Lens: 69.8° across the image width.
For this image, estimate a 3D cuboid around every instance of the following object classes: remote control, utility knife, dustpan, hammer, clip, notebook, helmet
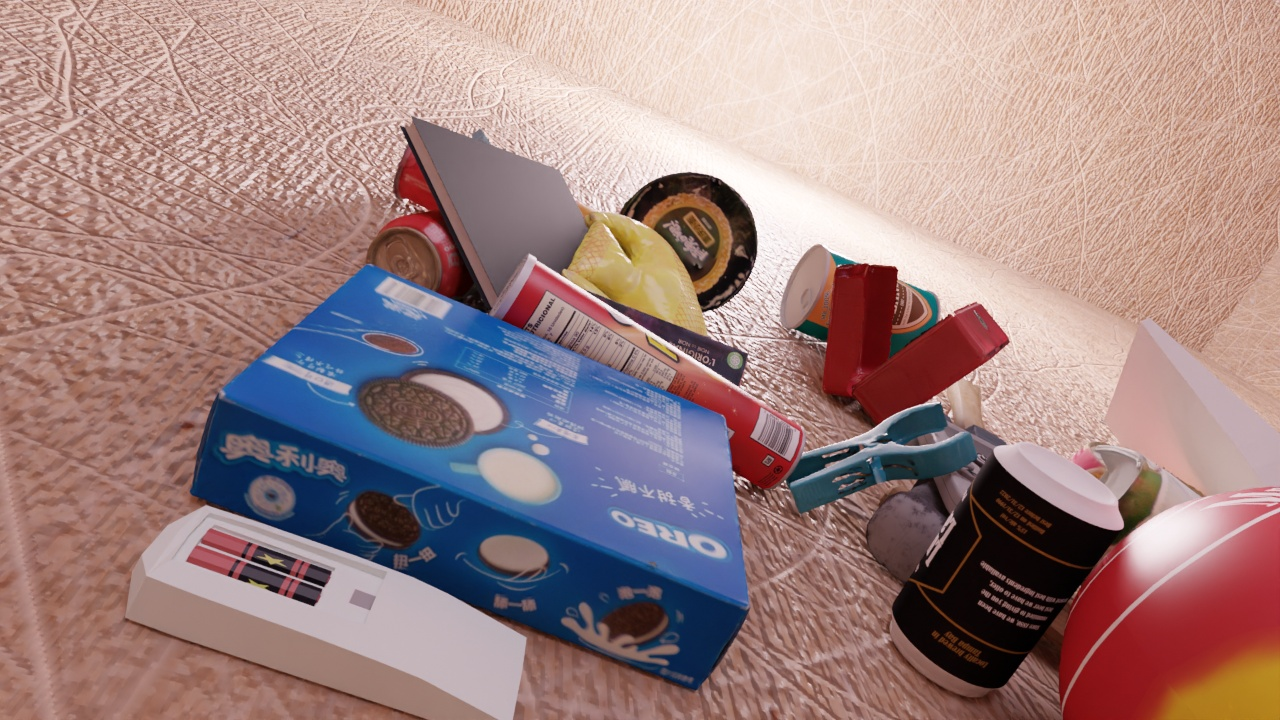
[{"bbox_3d":[-0.110,0.093,0.338,0.143,0.024,0.049,22,20,-9],"label":"remote control"},{"bbox_3d":[-0.092,-0.113,0.778,0.031,0.015,0.225,-11,65,-46],"label":"utility knife"},{"bbox_3d":[0.528,0.105,0.821,0.191,0.053,0.257,64,5,-55],"label":"dustpan"},{"bbox_3d":[0.321,0.064,0.896,0.117,0.051,0.322,31,18,10],"label":"hammer"},{"bbox_3d":[0.162,0.069,0.595,0.130,0.031,0.121,-26,22,-14],"label":"clip"},{"bbox_3d":[0.284,0.184,0.556,0.328,0.052,0.097,39,24,25],"label":"hammer"},{"bbox_3d":[-0.084,-0.098,0.697,0.149,0.016,0.206,63,21,11],"label":"notebook"},{"bbox_3d":[0.309,0.165,0.401,0.270,0.198,0.224,16,26,-37],"label":"helmet"},{"bbox_3d":[0.231,0.081,0.620,0.074,0.019,0.150,27,21,-4],"label":"remote control"}]

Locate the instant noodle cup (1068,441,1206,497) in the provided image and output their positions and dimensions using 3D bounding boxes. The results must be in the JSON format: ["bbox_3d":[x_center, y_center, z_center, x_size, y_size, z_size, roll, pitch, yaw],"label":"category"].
[{"bbox_3d":[0.429,0.138,0.789,0.178,0.078,0.178,23,20,-9],"label":"instant noodle cup"}]

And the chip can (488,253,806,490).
[{"bbox_3d":[0.007,0.011,0.588,0.214,0.052,0.051,32,18,-14],"label":"chip can"}]

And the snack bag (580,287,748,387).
[{"bbox_3d":[-0.004,0.003,0.629,0.155,0.074,0.018,20,-15,-12],"label":"snack bag"}]

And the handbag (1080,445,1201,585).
[{"bbox_3d":[0.361,0.152,0.589,0.198,0.096,0.142,43,7,11],"label":"handbag"}]

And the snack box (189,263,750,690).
[{"bbox_3d":[-0.065,0.044,0.467,0.239,0.056,0.195,24,20,-7],"label":"snack box"}]

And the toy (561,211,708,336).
[{"bbox_3d":[0.005,-0.043,0.718,0.155,0.065,0.170,44,31,-21],"label":"toy"}]

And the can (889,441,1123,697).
[{"bbox_3d":[0.195,0.112,0.497,0.072,0.129,0.071,22,20,-9],"label":"can"}]

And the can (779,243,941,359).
[{"bbox_3d":[0.243,-0.057,1.023,0.144,0.099,0.099,21,21,-13],"label":"can"}]

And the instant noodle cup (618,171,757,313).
[{"bbox_3d":[0.041,-0.122,0.921,0.137,0.137,0.112,22,12,-8],"label":"instant noodle cup"}]

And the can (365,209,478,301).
[{"bbox_3d":[-0.134,-0.081,0.681,0.067,0.067,0.169,28,20,7],"label":"can"}]

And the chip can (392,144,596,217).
[{"bbox_3d":[-0.103,-0.129,0.833,0.233,0.073,0.073,26,20,1],"label":"chip can"}]

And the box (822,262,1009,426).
[{"bbox_3d":[0.265,-0.009,0.877,0.156,0.147,0.157,14,15,24],"label":"box"}]
